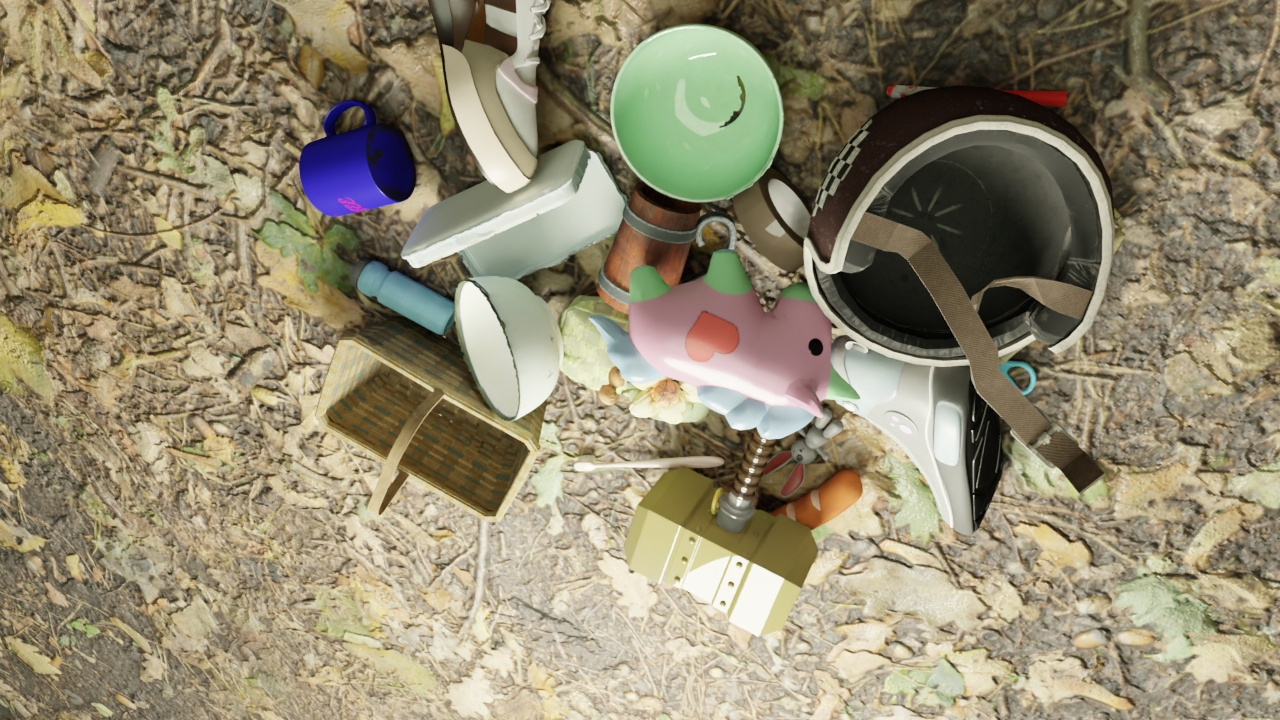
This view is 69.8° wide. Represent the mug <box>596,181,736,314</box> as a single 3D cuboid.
[{"bbox_3d":[0.027,-0.104,0.890,0.117,0.081,0.111,13,122,-11],"label":"mug"}]

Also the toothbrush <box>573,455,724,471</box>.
[{"bbox_3d":[0.009,0.118,1.068,0.181,0.018,0.016,-3,121,18],"label":"toothbrush"}]

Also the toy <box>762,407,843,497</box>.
[{"bbox_3d":[0.176,0.097,0.987,0.049,0.030,0.112,49,126,21],"label":"toy"}]

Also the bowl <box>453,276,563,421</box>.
[{"bbox_3d":[-0.130,-0.019,0.951,0.153,0.072,0.154,42,142,45],"label":"bowl"}]

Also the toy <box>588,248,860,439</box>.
[{"bbox_3d":[0.072,-0.008,0.817,0.222,0.120,0.171,-11,84,3],"label":"toy"}]

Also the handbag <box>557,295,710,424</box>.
[{"bbox_3d":[-0.005,0.005,0.938,0.186,0.116,0.113,13,123,11],"label":"handbag"}]

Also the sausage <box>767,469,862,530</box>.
[{"bbox_3d":[0.180,0.171,1.027,0.165,0.039,0.044,-36,102,33],"label":"sausage"}]

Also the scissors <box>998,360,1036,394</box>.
[{"bbox_3d":[0.326,-0.009,0.881,0.136,0.015,0.056,44,125,-14],"label":"scissors"}]

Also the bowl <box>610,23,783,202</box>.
[{"bbox_3d":[0.055,-0.221,0.799,0.151,0.076,0.151,9,123,14],"label":"bowl"}]

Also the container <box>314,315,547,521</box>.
[{"bbox_3d":[-0.242,0.080,1.024,0.250,0.185,0.158,30,126,-1],"label":"container"}]

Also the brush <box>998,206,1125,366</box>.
[{"bbox_3d":[0.350,-0.058,0.820,0.059,0.043,0.196,36,122,-5],"label":"brush"}]

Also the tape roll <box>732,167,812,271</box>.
[{"bbox_3d":[0.125,-0.127,0.824,0.030,0.093,0.093,-35,105,32],"label":"tape roll"}]

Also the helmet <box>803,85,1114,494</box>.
[{"bbox_3d":[0.248,-0.086,0.709,0.233,0.253,0.234,19,109,0],"label":"helmet"}]

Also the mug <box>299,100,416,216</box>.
[{"bbox_3d":[-0.288,-0.209,0.932,0.084,0.079,0.111,-7,90,23],"label":"mug"}]

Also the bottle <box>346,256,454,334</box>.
[{"bbox_3d":[-0.269,-0.075,1.025,0.130,0.040,0.040,29,126,0],"label":"bottle"}]

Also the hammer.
[{"bbox_3d":[0.118,0.104,0.943,0.190,0.100,0.326,25,120,14],"label":"hammer"}]

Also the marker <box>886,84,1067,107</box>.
[{"bbox_3d":[0.278,-0.221,0.763,0.142,0.012,0.013,7,123,15],"label":"marker"}]

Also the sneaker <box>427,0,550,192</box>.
[{"bbox_3d":[-0.112,-0.299,0.795,0.116,0.111,0.294,-10,106,9],"label":"sneaker"}]

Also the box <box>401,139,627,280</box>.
[{"bbox_3d":[-0.124,-0.130,0.902,0.211,0.105,0.130,-23,115,30],"label":"box"}]

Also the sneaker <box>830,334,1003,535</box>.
[{"bbox_3d":[0.264,0.069,0.897,0.160,0.092,0.257,19,151,32],"label":"sneaker"}]
